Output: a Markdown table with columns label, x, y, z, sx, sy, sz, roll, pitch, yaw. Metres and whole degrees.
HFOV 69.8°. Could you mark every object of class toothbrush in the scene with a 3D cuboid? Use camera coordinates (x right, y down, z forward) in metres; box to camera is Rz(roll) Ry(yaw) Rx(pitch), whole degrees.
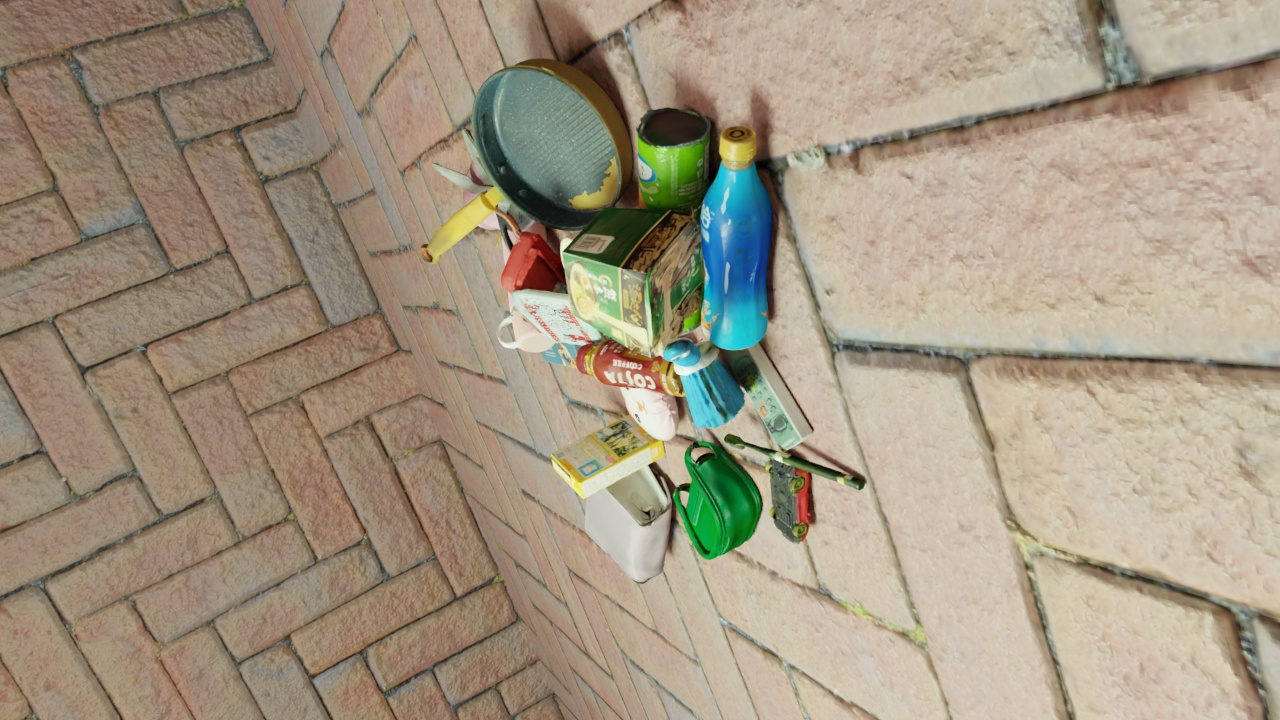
| label | x | y | z | sx | sy | sz | roll | pitch | yaw |
| --- | --- | --- | --- | --- | --- | --- | --- | --- | --- |
| toothbrush | 0.155 | 0.104 | 0.947 | 0.186 | 0.012 | 0.017 | 16 | 156 | 49 |

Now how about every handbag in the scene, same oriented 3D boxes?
| label | x | y | z | sx | sy | sz | roll | pitch | yaw |
| --- | --- | --- | --- | --- | --- | --- | --- | --- | --- |
| handbag | 0.088 | 0.176 | 1.143 | 0.120 | 0.067 | 0.132 | 52 | 155 | 30 |
| handbag | -0.014 | 0.236 | 1.402 | 0.145 | 0.098 | 0.197 | 52 | 155 | 32 |

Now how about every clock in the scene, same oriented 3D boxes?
| label | x | y | z | sx | sy | sz | roll | pitch | yaw |
| --- | --- | --- | --- | --- | --- | --- | --- | --- | --- |
| clock | -0.178 | -0.241 | 1.222 | 0.060 | 0.117 | 0.159 | 25 | 140 | 27 |

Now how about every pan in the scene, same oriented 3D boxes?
| label | x | y | z | sx | sy | sz | roll | pitch | yaw |
| --- | --- | --- | --- | --- | --- | --- | --- | --- | --- |
| pan | -0.156 | -0.206 | 1.078 | 0.197 | 0.078 | 0.359 | 51 | 139 | -12 |

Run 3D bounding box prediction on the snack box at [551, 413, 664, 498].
| label | x | y | z | sx | sy | sz | roll | pitch | yaw |
| --- | --- | --- | --- | --- | --- | --- | --- | --- | --- |
| snack box | -0.046 | 0.134 | 1.303 | 0.087 | 0.140 | 0.034 | 36 | 147 | 48 |

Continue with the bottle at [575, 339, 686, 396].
| label | x | y | z | sx | sy | sz | roll | pitch | yaw |
| --- | --- | --- | --- | --- | --- | --- | --- | --- | --- |
| bottle | -0.007 | 0.007 | 1.115 | 0.175 | 0.057 | 0.057 | 7 | 123 | 43 |

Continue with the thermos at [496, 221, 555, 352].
| label | x | y | z | sx | sy | sz | roll | pitch | yaw |
| --- | --- | --- | --- | --- | --- | --- | --- | --- | --- |
| thermos | -0.164 | -0.106 | 1.286 | 0.067 | 0.087 | 0.198 | 62 | -163 | -63 |

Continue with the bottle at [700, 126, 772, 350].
| label | x | y | z | sx | sy | sz | roll | pitch | yaw |
| --- | --- | --- | --- | --- | --- | --- | --- | --- | --- |
| bottle | 0.087 | -0.107 | 0.832 | 0.065 | 0.065 | 0.219 | 46 | 152 | 39 |

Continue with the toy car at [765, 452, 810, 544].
| label | x | y | z | sx | sy | sz | roll | pitch | yaw |
| --- | --- | --- | --- | --- | --- | --- | --- | --- | --- |
| toy car | 0.162 | 0.149 | 0.991 | 0.049 | 0.031 | 0.106 | 34 | 138 | 53 |

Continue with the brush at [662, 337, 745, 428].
| label | x | y | z | sx | sy | sz | roll | pitch | yaw |
| --- | --- | --- | --- | --- | --- | --- | --- | --- | --- |
| brush | 0.057 | 0.017 | 0.882 | 0.314 | 0.060 | 0.109 | -63 | -52 | -82 |

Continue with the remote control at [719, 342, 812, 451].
| label | x | y | z | sx | sy | sz | roll | pitch | yaw |
| --- | --- | --- | --- | --- | --- | --- | --- | --- | --- |
| remote control | 0.128 | 0.029 | 0.952 | 0.135 | 0.019 | 0.056 | 60 | 159 | 9 |

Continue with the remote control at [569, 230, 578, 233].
| label | x | y | z | sx | sy | sz | roll | pitch | yaw |
| --- | --- | --- | --- | --- | --- | --- | --- | --- | --- |
| remote control | -0.063 | -0.171 | 1.161 | 0.136 | 0.020 | 0.056 | 38 | 146 | 48 |

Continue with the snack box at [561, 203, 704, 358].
| label | x | y | z | sx | sy | sz | roll | pitch | yaw |
| --- | --- | --- | --- | --- | --- | --- | --- | --- | --- |
| snack box | -0.008 | -0.082 | 0.859 | 0.106 | 0.118 | 0.118 | 18 | 139 | 22 |

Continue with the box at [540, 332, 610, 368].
| label | x | y | z | sx | sy | sz | roll | pitch | yaw |
| --- | --- | --- | --- | --- | --- | --- | --- | --- | --- |
| box | -0.108 | -0.042 | 1.358 | 0.184 | 0.061 | 0.090 | 3 | 117 | 64 |

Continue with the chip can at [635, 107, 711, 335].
| label | x | y | z | sx | sy | sz | roll | pitch | yaw |
| --- | --- | --- | --- | --- | --- | --- | --- | --- | --- |
| chip can | 0.034 | -0.133 | 0.918 | 0.072 | 0.072 | 0.236 | 47 | 153 | 36 |

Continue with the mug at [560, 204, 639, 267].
| label | x | y | z | sx | sy | sz | roll | pitch | yaw |
| --- | --- | --- | --- | --- | --- | --- | --- | --- | --- |
| mug | -0.021 | -0.124 | 1.003 | 0.081 | 0.105 | 0.115 | 59 | 158 | 13 |

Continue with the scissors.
| label | x | y | z | sx | sy | sz | roll | pitch | yaw |
| --- | --- | --- | --- | --- | --- | --- | --- | --- | --- |
| scissors | -0.167 | -0.195 | 1.166 | 0.223 | 0.015 | 0.189 | 22 | 139 | 11 |

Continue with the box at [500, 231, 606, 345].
| label | x | y | z | sx | sy | sz | roll | pitch | yaw |
| --- | --- | --- | --- | --- | --- | --- | --- | --- | --- |
| box | -0.092 | -0.075 | 1.125 | 0.102 | 0.095 | 0.201 | 20 | 171 | 13 |

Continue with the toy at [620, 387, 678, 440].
| label | x | y | z | sx | sy | sz | roll | pitch | yaw |
| --- | --- | --- | --- | --- | --- | --- | --- | --- | --- |
| toy | 0.003 | 0.043 | 1.217 | 0.159 | 0.054 | 0.121 | 31 | 141 | 67 |
